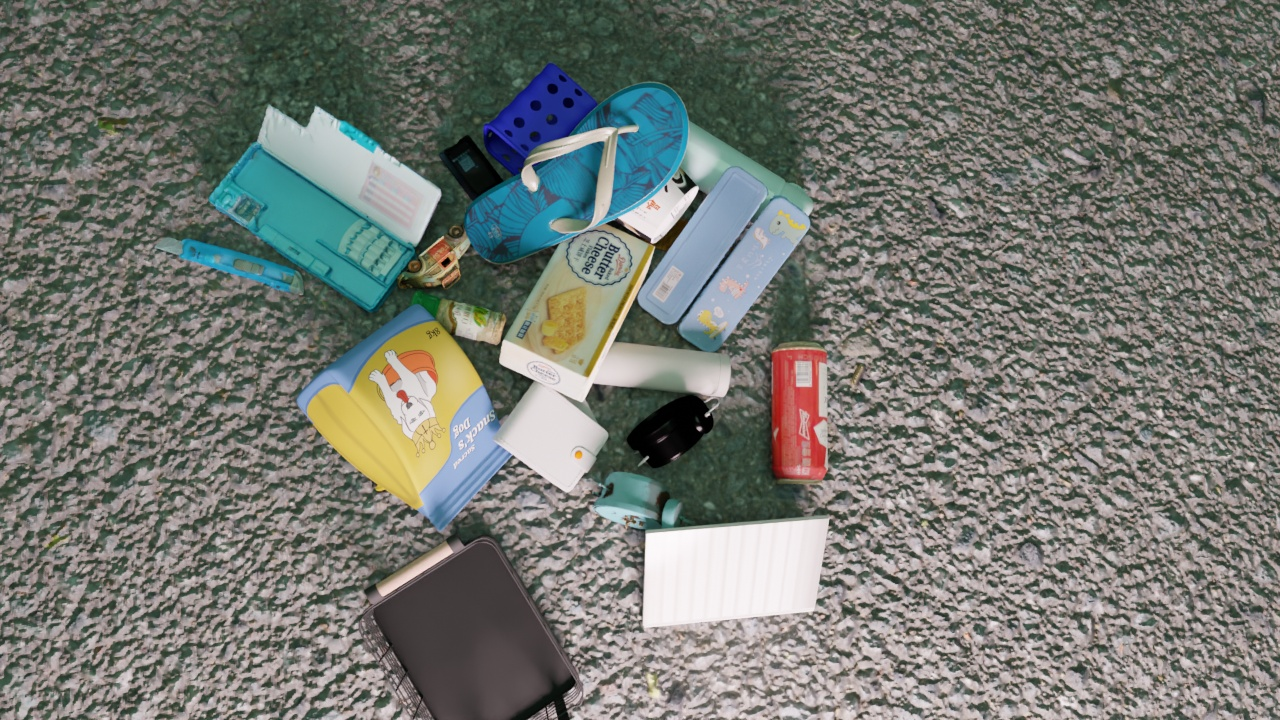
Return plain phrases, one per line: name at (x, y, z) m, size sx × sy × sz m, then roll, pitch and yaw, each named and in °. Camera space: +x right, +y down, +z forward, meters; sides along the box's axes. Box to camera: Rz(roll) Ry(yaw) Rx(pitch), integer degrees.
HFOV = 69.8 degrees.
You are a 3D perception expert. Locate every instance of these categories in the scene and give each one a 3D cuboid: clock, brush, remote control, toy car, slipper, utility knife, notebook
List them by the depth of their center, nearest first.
slipper at (-0.074, -0.194, 1.016) m, size 0.295 × 0.060 × 0.118 m, roll -28°, pitch 105°, yaw 17°
clock at (0.007, 0.170, 1.059) m, size 0.124 × 0.090 × 0.053 m, roll 18°, pitch 70°, yaw -5°
notebook at (0.108, 0.245, 1.061) m, size 0.209 × 0.009 × 0.143 m, roll -3°, pitch 120°, yaw -8°
utility knife at (-0.476, -0.113, 1.069) m, size 0.174 × 0.015 × 0.031 m, roll 15°, pitch 76°, yaw -4°
clock at (0.042, 0.078, 1.074) m, size 0.121 × 0.091 × 0.042 m, roll -35°, pitch 98°, yaw 1°
toy car at (-0.234, -0.114, 1.085) m, size 0.111 × 0.047 × 0.047 m, roll -43°, pitch 88°, yaw -11°
remote control at (-0.184, -0.205, 1.117) m, size 0.047 × 0.022 × 0.150 m, roll -37°, pitch 88°, yaw -11°
brush at (0.058, -0.154, 1.146) m, size 0.126 × 0.017 × 0.048 m, roll 12°, pitch 81°, yaw -6°

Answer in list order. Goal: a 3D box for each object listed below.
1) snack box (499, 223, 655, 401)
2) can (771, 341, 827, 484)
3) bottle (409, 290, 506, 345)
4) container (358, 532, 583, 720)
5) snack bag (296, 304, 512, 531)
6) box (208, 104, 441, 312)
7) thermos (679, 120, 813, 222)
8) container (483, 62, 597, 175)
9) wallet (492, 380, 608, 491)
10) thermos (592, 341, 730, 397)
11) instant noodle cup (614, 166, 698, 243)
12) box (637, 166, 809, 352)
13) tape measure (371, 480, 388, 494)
snack box at (-0.069, -0.065, 1.059) m, size 0.104 × 0.058 × 0.207 m, roll 25°, pitch 59°, yaw 1°
can at (0.192, 0.064, 1.109) m, size 0.067 × 0.067 × 0.170 m, roll 3°, pitch 81°, yaw -8°
bottle at (-0.216, -0.049, 1.081) m, size 0.111 × 0.043 × 0.043 m, roll 15°, pitch 80°, yaw -6°
container at (-0.180, 0.316, 0.990) m, size 0.162 × 0.130 × 0.241 m, roll -31°, pitch 87°, yaw -11°
snack bag at (-0.242, 0.064, 1.004) m, size 0.205 × 0.103 × 0.158 m, roll 50°, pitch 40°, yaw -8°
box at (-0.359, -0.187, 1.067) m, size 0.227 × 0.071 × 0.182 m, roll 34°, pitch 101°, yaw -2°
thermos at (0.116, -0.225, 1.140) m, size 0.207 × 0.065 × 0.077 m, roll 31°, pitch 62°, yaw -3°
container at (-0.120, -0.282, 1.106) m, size 0.084 × 0.085 × 0.113 m, roll 41°, pitch 78°, yaw -2°
wallet at (-0.093, 0.077, 1.064) m, size 0.118 × 0.037 × 0.115 m, roll 41°, pitch 78°, yaw -27°
thermos at (-0.006, 0.006, 1.097) m, size 0.224 × 0.052 × 0.052 m, roll 6°, pitch 81°, yaw -7°
instant noodle cup at (-0.005, -0.210, 1.086) m, size 0.122 × 0.124 × 0.123 m, roll 40°, pitch 79°, yaw 4°
box at (0.100, -0.120, 1.106) m, size 0.127 × 0.034 × 0.209 m, roll 36°, pitch 101°, yaw -1°
tape measure at (-0.269, 0.131, 1.038) m, size 0.067 × 0.063 × 0.038 m, roll -9°, pitch 84°, yaw -10°
